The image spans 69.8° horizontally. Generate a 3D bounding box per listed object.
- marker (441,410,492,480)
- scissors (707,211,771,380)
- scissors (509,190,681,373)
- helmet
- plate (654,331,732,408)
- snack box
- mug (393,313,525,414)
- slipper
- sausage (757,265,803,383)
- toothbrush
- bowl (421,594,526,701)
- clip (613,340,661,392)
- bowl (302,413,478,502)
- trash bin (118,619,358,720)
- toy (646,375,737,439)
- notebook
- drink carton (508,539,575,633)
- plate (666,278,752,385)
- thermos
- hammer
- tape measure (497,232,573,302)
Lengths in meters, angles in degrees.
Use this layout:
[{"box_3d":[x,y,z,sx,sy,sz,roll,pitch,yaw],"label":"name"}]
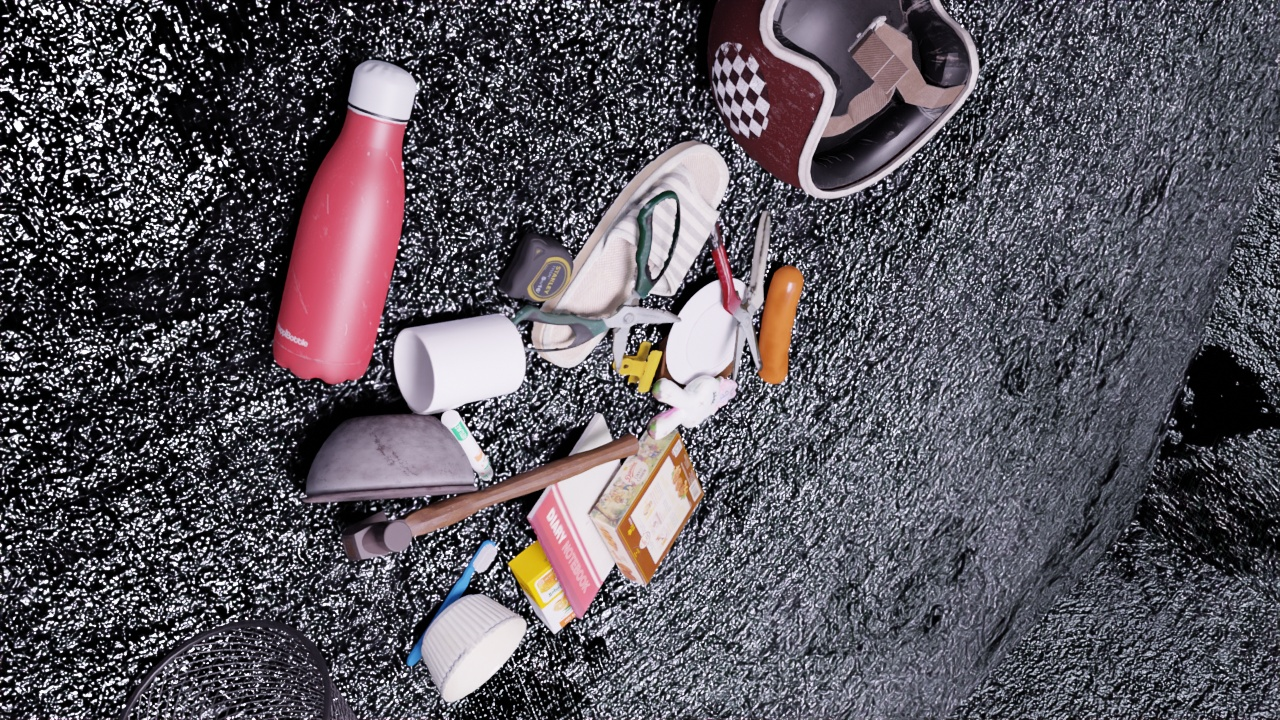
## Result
[{"box_3d":[-0.164,0.084,0.882,0.017,0.017,0.146,-42,157,-15],"label":"marker"},{"box_3d":[0.117,-0.087,1.026,0.198,0.015,0.178,54,56,-37],"label":"scissors"},{"box_3d":[-0.028,-0.072,0.875,0.201,0.015,0.205,0,121,-37],"label":"scissors"},{"box_3d":[0.175,-0.265,0.814,0.232,0.253,0.234,-20,154,-29],"label":"helmet"},{"box_3d":[0.063,-0.006,1.072,0.131,0.025,0.131,-25,133,-31],"label":"plate"},{"box_3d":[0.011,0.174,1.108,0.146,0.041,0.143,-54,145,-26],"label":"snack box"},{"box_3d":[-0.168,0.012,0.825,0.090,0.073,0.111,-13,151,-40],"label":"mug"},{"box_3d":[-0.004,-0.103,0.917,0.272,0.054,0.114,-49,136,-6],"label":"slipper"},{"box_3d":[0.172,-0.041,1.145,0.044,0.039,0.164,-24,132,-36],"label":"sausage"},{"box_3d":[-0.207,0.268,1.006,0.016,0.014,0.166,29,96,-51],"label":"toothbrush"},{"box_3d":[-0.188,0.305,0.999,0.115,0.062,0.115,-41,155,-23],"label":"bowl"},{"box_3d":[-0.006,0.005,1.017,0.046,0.048,0.054,-71,180,-70],"label":"clip"},{"box_3d":[-0.215,0.084,0.791,0.144,0.145,0.067,5,77,-47],"label":"bowl"},{"box_3d":[-0.332,0.367,0.830,0.183,0.184,0.210,-36,143,-21],"label":"trash bin"},{"box_3d":[0.061,0.048,1.054,0.122,0.038,0.079,-14,131,-32],"label":"toy"},{"box_3d":[-0.059,0.182,1.053,0.152,0.012,0.209,-56,146,-33],"label":"notebook"},{"box_3d":[-0.105,0.266,1.086,0.058,0.040,0.123,-37,138,-20],"label":"drink carton"},{"box_3d":[0.084,-0.029,1.043,0.134,0.011,0.135,-25,133,-31],"label":"plate"},{"box_3d":[-0.215,-0.102,0.684,0.073,0.073,0.240,0,116,-45],"label":"thermos"},{"box_3d":[-0.133,0.128,0.899,0.322,0.116,0.033,-17,90,-37],"label":"hammer"},{"box_3d":[-0.094,-0.085,0.849,0.061,0.034,0.062,13,117,-45],"label":"tape measure"}]
